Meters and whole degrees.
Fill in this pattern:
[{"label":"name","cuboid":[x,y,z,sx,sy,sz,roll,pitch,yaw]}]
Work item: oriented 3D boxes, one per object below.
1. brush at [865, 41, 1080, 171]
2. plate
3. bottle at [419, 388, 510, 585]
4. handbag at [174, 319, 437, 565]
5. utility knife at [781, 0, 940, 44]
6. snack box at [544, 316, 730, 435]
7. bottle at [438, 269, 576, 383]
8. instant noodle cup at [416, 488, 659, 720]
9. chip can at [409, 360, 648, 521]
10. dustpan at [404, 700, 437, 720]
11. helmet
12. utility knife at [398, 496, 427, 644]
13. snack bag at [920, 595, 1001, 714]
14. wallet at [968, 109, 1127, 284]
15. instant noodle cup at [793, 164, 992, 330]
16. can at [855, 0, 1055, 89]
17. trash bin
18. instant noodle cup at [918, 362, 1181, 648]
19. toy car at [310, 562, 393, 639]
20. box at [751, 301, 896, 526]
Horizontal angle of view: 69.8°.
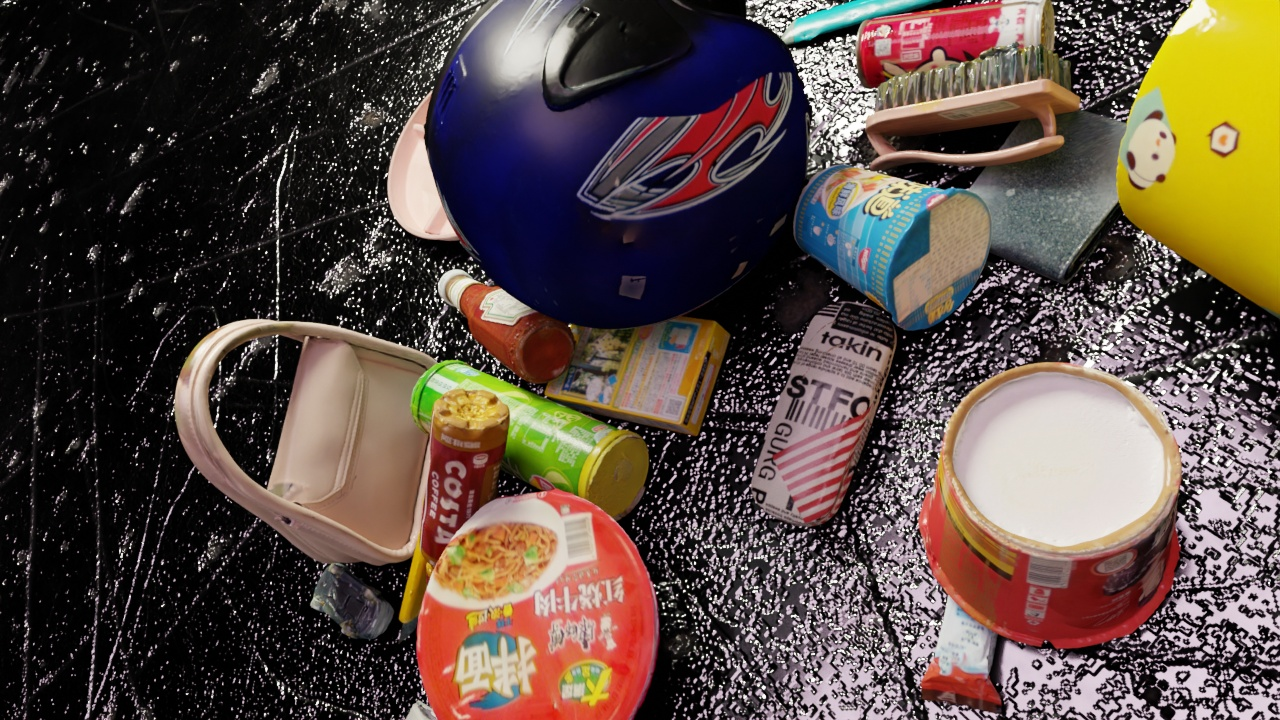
[{"label":"brush","cuboid":[0.225,-0.173,0.650,0.146,0.063,0.073,1,92,44]},{"label":"plate","cuboid":[-0.166,-0.222,0.948,0.230,0.028,0.229,-14,61,26]},{"label":"bottle","cuboid":[-0.139,0.108,0.709,0.057,0.057,0.175,38,128,38]},{"label":"handbag","cuboid":[-0.269,0.056,0.751,0.093,0.234,0.193,-9,64,27]},{"label":"utility knife","cuboid":[0.215,-0.293,0.748,0.219,0.013,0.029,-5,64,33]},{"label":"snack box","cuboid":[-0.004,0.004,0.738,0.141,0.033,0.086,10,74,34]},{"label":"bottle","cuboid":[-0.126,-0.039,0.802,0.060,0.059,0.206,-56,38,-2]},{"label":"instant noodle cup","cuboid":[-0.064,0.192,0.657,0.194,0.066,0.193,-8,71,25]},{"label":"chip can","cuboid":[-0.097,0.059,0.745,0.221,0.072,0.072,20,80,37]},{"label":"dustpan","cuboid":[-0.125,0.412,0.638,0.222,0.142,0.258,-62,23,-7]},{"label":"helmet","cuboid":[0.009,-0.164,0.686,0.240,0.248,0.314,40,71,23]},{"label":"utility knife","cuboid":[-0.176,0.151,0.758,0.015,0.033,0.171,16,93,30]},{"label":"snack bag","cuboid":[0.197,0.153,0.544,0.048,0.026,0.104,6,70,24]},{"label":"wallet","cuboid":[0.280,-0.119,0.625,0.097,0.019,0.121,37,89,39]},{"label":"instant noodle cup","cuboid":[0.168,-0.088,0.639,0.099,0.099,0.110,-51,43,1]},{"label":"can","cuboid":[0.233,-0.235,0.685,0.133,0.053,0.053,5,71,34]},{"label":"trash bin","cuboid":[0.390,-0.084,0.419,0.230,0.229,0.255,-47,46,5]},{"label":"instant noodle cup","cuboid":[0.223,0.074,0.495,0.138,0.108,0.137,-9,57,14]},{"label":"toy car","cuboid":[-0.250,0.209,0.796,0.091,0.034,0.043,17,81,39]},{"label":"box","cuboid":[0.126,0.035,0.632,0.068,0.051,0.164,17,77,16]}]
